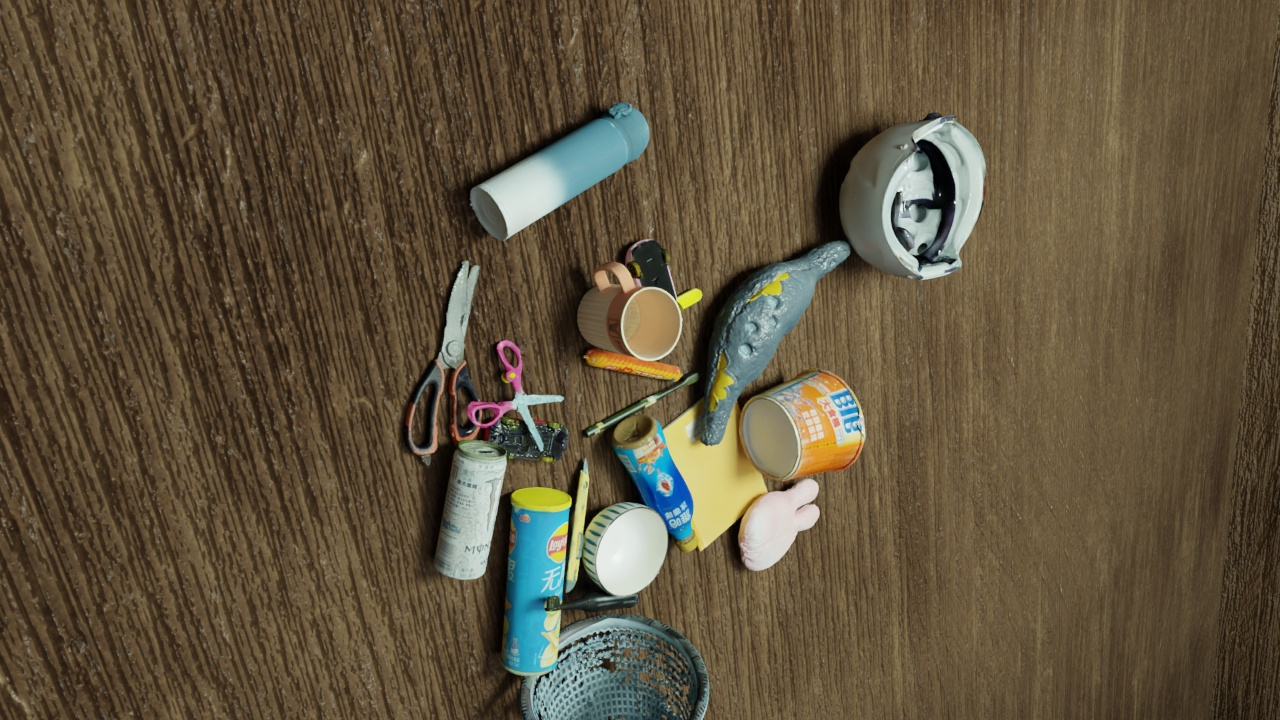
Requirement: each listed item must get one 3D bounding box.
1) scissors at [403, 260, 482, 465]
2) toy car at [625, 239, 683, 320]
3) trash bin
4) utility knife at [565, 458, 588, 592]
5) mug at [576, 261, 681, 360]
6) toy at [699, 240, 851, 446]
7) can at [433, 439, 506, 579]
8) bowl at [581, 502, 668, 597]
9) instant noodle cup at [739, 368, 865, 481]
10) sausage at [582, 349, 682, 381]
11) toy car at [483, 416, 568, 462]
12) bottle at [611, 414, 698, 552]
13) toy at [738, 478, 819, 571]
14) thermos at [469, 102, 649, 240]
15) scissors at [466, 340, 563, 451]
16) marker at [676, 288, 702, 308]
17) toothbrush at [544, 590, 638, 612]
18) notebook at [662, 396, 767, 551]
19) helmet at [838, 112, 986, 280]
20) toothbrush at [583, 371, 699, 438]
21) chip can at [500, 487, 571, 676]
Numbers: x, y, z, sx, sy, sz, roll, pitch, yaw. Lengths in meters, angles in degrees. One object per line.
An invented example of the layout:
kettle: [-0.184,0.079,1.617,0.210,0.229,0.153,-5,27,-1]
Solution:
scissors: [-0.197,0.004,1.004,0.206,0.015,0.193,-47,124,-20]
toy car: [0.014,-0.089,1.133,0.056,0.037,0.122,-28,114,-27]
trash bin: [-0.028,0.467,1.142,0.226,0.227,0.195,-25,128,-32]
utility knife: [-0.077,0.201,1.121,0.031,0.018,0.162,55,35,-70]
mug: [-0.021,-0.060,1.065,0.081,0.106,0.114,-34,115,-25]
toy: [0.168,-0.052,1.233,0.355,0.091,0.138,-52,136,-15]
can: [-0.188,0.165,1.012,0.058,0.058,0.147,3,105,-39]
bowl: [-0.029,0.232,1.160,0.116,0.066,0.116,-10,106,-37]
instant noodle cup: [0.216,0.095,1.267,0.111,0.151,0.151,-14,109,-34]
sausage: [-0.007,0.007,1.151,0.165,0.021,0.021,12,93,-39]
toy car: [-0.132,0.092,1.065,0.106,0.031,0.049,8,96,-34]
bottle: [0.029,0.167,1.187,0.065,0.065,0.219,-42,127,-24]
toy: [0.205,0.241,1.356,0.159,0.054,0.121,-26,124,-31]
thermos: [-0.083,-0.213,1.009,0.220,0.070,0.070,-38,121,-26]
scissors: [-0.142,0.045,1.031,0.135,0.017,0.133,-30,100,-43]
marker: [0.028,-0.062,1.168,0.123,0.015,0.018,-29,111,-27]
toothbrush: [-0.059,0.296,1.127,0.212,0.026,0.027,23,71,-62]
notebook: [0.103,0.147,1.281,0.145,0.010,0.206,-36,121,-26]
helmet: [0.377,-0.233,1.319,0.257,0.146,0.229,-34,121,-38]
toothbrush: [0.002,0.055,1.177,0.185,0.017,0.012,-27,119,-29]
chip can: [-0.125,0.261,1.087,0.071,0.071,0.210,-2,102,-38]
